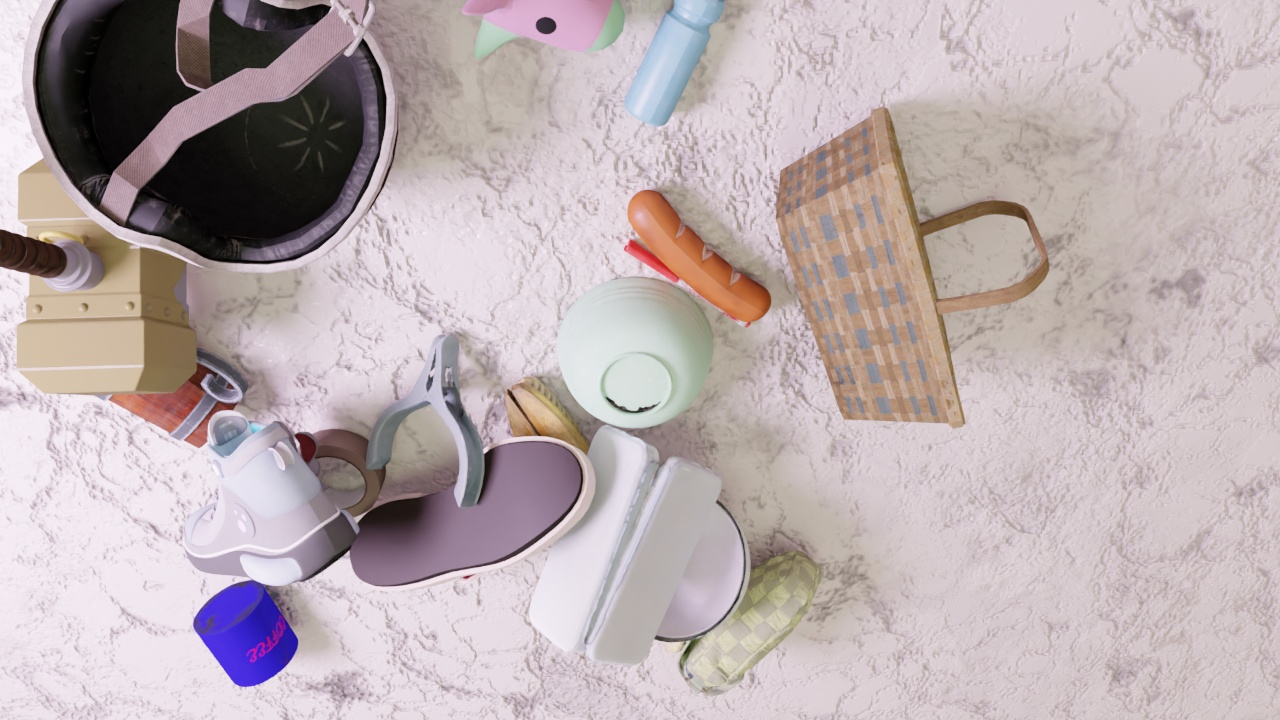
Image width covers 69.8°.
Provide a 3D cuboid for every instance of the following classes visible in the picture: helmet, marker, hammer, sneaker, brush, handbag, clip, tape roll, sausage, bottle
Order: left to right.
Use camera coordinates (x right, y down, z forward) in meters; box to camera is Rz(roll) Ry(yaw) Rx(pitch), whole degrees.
[{"bbox_3d":[-0.438,-0.075,0.640,0.100,0.325,0.190,-2,86,0],"label":"hammer"},{"bbox_3d":[-0.285,-0.181,0.642,0.234,0.253,0.233,30,101,8],"label":"helmet"},{"bbox_3d":[-0.384,0.122,0.871,0.257,0.092,0.160,-3,115,40],"label":"sneaker"},{"bbox_3d":[-0.311,0.117,0.940,0.094,0.030,0.094,0,120,-1],"label":"tape roll"},{"bbox_3d":[-0.186,0.078,0.866,0.164,0.031,0.169,44,112,25],"label":"clip"},{"bbox_3d":[-0.147,0.164,0.917,0.295,0.111,0.116,-27,157,25],"label":"sneaker"},{"bbox_3d":[-0.077,0.096,0.924,0.059,0.043,0.195,-25,118,12],"label":"brush"},{"bbox_3d":[0.031,-0.252,0.727,0.040,0.040,0.130,23,117,-13],"label":"bottle"},{"bbox_3d":[0.045,-0.069,0.849,0.142,0.012,0.013,31,115,-18],"label":"marker"},{"bbox_3d":[0.051,-0.089,0.821,0.164,0.039,0.044,39,95,-20],"label":"sausage"},{"bbox_3d":[0.103,0.266,0.997,0.117,0.113,0.187,45,105,2],"label":"handbag"}]

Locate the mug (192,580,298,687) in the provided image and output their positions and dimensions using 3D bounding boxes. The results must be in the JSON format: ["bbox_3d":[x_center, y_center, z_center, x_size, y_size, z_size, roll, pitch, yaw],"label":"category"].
[{"bbox_3d":[-0.450,0.302,1.026,0.111,0.079,0.083,1,124,31],"label":"mug"}]

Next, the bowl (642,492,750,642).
[{"bbox_3d":[0.045,0.209,0.939,0.154,0.153,0.073,-30,154,15],"label":"bowl"}]

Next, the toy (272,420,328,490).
[{"bbox_3d":[-0.329,0.107,0.898,0.049,0.030,0.112,15,126,24],"label":"toy"}]

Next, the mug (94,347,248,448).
[{"bbox_3d":[-0.430,0.017,0.849,0.118,0.081,0.111,-31,121,35],"label":"mug"}]

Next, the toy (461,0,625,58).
[{"bbox_3d":[-0.050,-0.325,0.651,0.171,0.120,0.223,0,121,-12],"label":"toy"}]

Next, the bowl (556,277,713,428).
[{"bbox_3d":[-0.005,0.005,0.854,0.151,0.076,0.151,0,119,0],"label":"bowl"}]

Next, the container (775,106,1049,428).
[{"bbox_3d":[0.235,-0.078,0.768,0.187,0.157,0.250,-14,120,20],"label":"container"}]

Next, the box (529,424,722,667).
[{"bbox_3d":[-0.026,0.176,0.881,0.129,0.106,0.210,30,84,-44],"label":"box"}]
